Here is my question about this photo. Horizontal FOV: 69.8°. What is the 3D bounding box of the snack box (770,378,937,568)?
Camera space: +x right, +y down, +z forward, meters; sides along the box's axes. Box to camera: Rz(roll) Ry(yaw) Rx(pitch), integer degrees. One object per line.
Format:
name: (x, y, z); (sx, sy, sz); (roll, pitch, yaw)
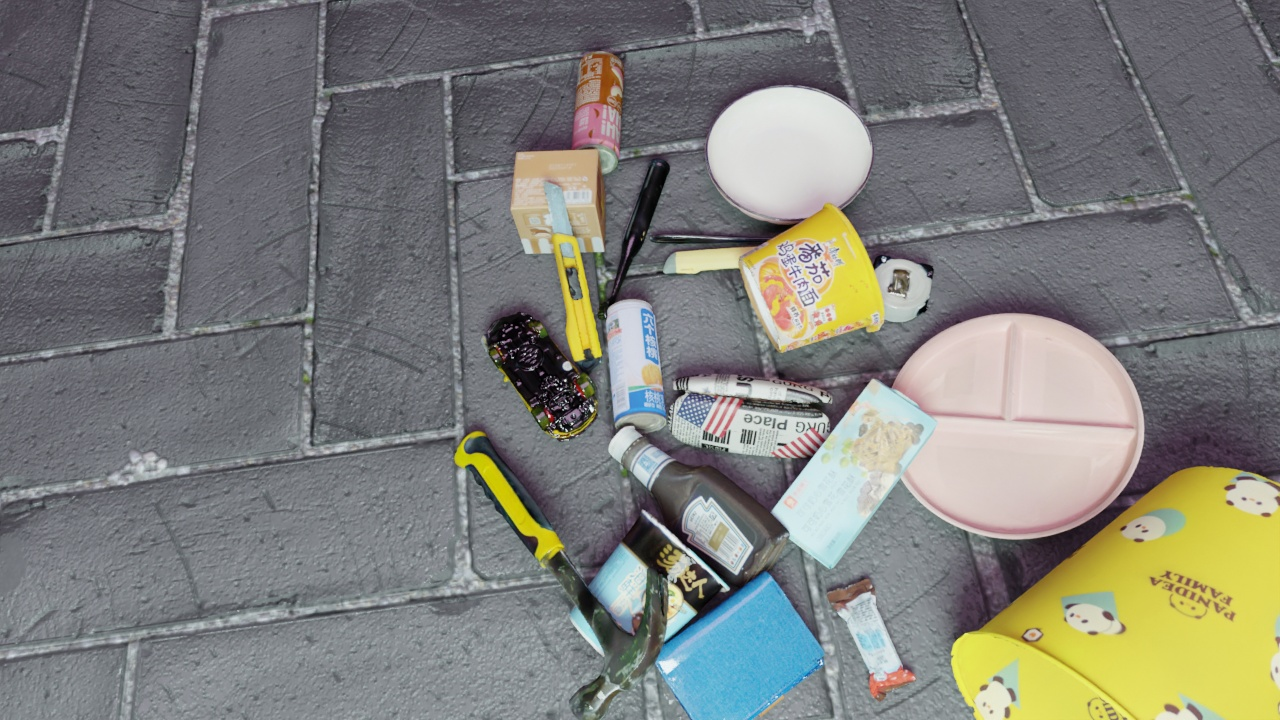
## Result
snack box: (0.203, 0.108, 0.879); (0.074, 0.051, 0.174); (36, 84, 19)

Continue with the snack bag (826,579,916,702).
snack bag: (0.212, 0.254, 0.840); (0.045, 0.026, 0.105); (-23, 64, 3)

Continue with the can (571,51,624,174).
can: (-0.051, -0.299, 1.103); (0.058, 0.058, 0.147); (0, 65, 4)

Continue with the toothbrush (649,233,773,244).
toothbrush: (0.101, -0.140, 1.040); (0.181, 0.016, 0.018); (0, 59, 4)

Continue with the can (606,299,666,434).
can: (-0.006, 0.006, 0.959); (0.053, 0.053, 0.134); (-6, 65, 1)

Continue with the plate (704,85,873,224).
plate: (0.171, -0.233, 1.065); (0.192, 0.039, 0.192); (-2, 65, 4)

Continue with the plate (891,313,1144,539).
plate: (0.356, 0.062, 0.888); (0.230, 0.028, 0.229); (-9, 63, 19)

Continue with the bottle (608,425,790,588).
bottle: (0.049, 0.134, 0.885); (0.195, 0.080, 0.043); (38, 29, 25)

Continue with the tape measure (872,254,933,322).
tape measure: (0.278, -0.076, 0.986); (0.066, 0.034, 0.065); (11, 66, 11)

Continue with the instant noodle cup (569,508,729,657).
instant noodle cup: (0.002, 0.216, 0.838); (0.111, 0.111, 0.120); (40, 81, 20)

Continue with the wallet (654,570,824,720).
wallet: (0.089, 0.267, 0.819); (0.133, 0.040, 0.106); (-34, 95, -9)

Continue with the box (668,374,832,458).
box: (0.110, 0.059, 0.929); (0.163, 0.076, 0.088); (8, 89, 5)

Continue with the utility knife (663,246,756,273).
utility knife: (0.108, -0.114, 1.026); (0.167, 0.018, 0.031); (-5, 69, 4)

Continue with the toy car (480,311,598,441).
toy car: (-0.105, 0.014, 0.970); (0.071, 0.041, 0.156); (-36, 69, -12)

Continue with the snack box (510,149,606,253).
snack box: (-0.089, -0.177, 1.028); (0.093, 0.094, 0.077); (-1, 65, 4)

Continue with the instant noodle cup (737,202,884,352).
instant noodle cup: (0.172, -0.077, 0.946); (0.110, 0.138, 0.138); (-24, 65, 1)

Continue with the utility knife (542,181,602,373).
utility knife: (-0.075, -0.087, 0.972); (0.033, 0.015, 0.209); (-13, 97, -10)

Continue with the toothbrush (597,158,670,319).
toothbrush: (-0.009, -0.138, 1.044); (0.027, 0.026, 0.212); (-2, 60, 42)

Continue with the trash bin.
trash bin: (0.425, 0.232, 0.736); (0.254, 0.230, 0.229); (-36, 67, -18)

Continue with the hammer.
hammer: (-0.086, 0.167, 0.841); (0.126, 0.032, 0.323); (-48, 48, 2)
